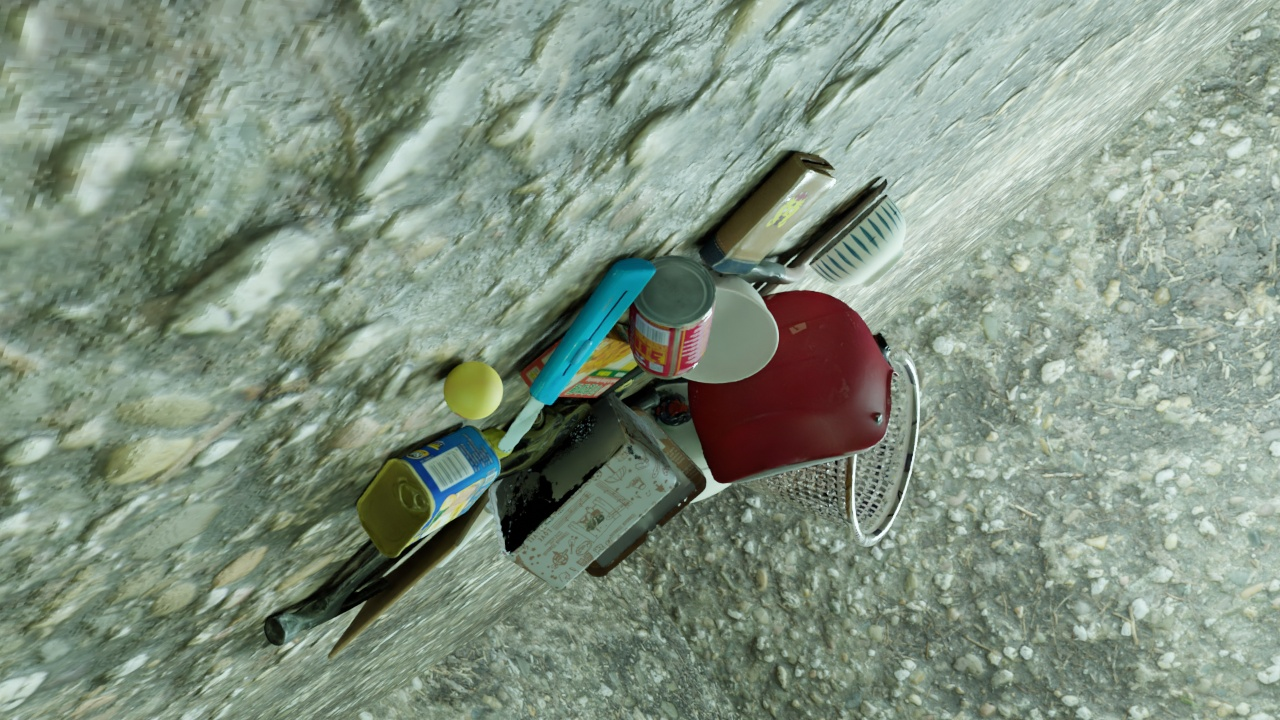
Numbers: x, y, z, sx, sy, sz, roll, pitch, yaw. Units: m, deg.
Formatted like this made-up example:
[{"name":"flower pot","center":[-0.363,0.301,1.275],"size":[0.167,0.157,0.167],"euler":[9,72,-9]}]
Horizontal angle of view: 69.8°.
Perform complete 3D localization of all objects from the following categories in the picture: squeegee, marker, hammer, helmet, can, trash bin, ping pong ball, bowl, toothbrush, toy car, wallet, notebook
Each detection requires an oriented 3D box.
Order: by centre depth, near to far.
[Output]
[{"name":"ping pong ball","center":[-0.115,0.021,0.630],"size":[0.040,0.040,0.040],"euler":[-35,169,-8]},{"name":"can","center":[0.024,-0.032,0.737],"size":[0.066,0.066,0.094],"euler":[-33,157,-18]},{"name":"can","center":[-0.174,0.106,0.758],"size":[0.083,0.057,0.102],"euler":[-28,166,-49]},{"name":"wallet","center":[0.107,-0.122,0.762],"size":[0.115,0.033,0.090],"euler":[-46,165,25]},{"name":"bowl","center":[0.065,-0.043,0.825],"size":[0.119,0.118,0.064],"euler":[-48,-157,42]},{"name":"toy car","center":[-0.110,0.080,0.891],"size":[0.158,0.042,0.070],"euler":[-40,168,28]},{"name":"hammer","center":[-0.234,0.170,0.895],"size":[0.324,0.032,0.126],"euler":[-43,167,24]},{"name":"marker","center":[-0.005,0.005,0.922],"size":[0.132,0.020,0.022],"euler":[-32,145,3]},{"name":"helmet","center":[0.142,0.000,0.931],"size":[0.207,0.144,0.239],"euler":[-16,-153,25]},{"name":"squeegee","center":[0.137,-0.094,0.942],"size":[0.248,0.040,0.249],"euler":[-42,167,27]},{"name":"notebook","center":[-0.245,0.224,1.000],"size":[0.212,0.012,0.149],"euler":[-42,-172,19]},{"name":"toothbrush","center":[-0.073,0.083,1.023],"size":[0.212,0.026,0.027],"euler":[-26,159,-19]},{"name":"bowl","center":[0.257,-0.126,1.046],"size":[0.116,0.066,0.116],"euler":[-43,-179,1]},{"name":"trash bin","center":[0.202,0.087,1.085],"size":[0.192,0.227,0.226],"euler":[9,-164,33]},{"name":"toothbrush","center":[-0.238,0.231,1.132],"size":[0.222,0.026,0.026],"euler":[-44,-172,33]},{"name":"helmet","center":[0.062,0.112,1.233],"size":[0.273,0.157,0.231],"euler":[-32,167,-25]}]

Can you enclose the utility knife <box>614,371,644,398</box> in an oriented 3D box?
[{"name":"utility knife","center":[-0.004,0.008,0.996],"size":[0.030,0.021,0.207],"euler":[-22,167,-35]}]

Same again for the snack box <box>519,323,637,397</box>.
[{"name":"snack box","center":[-0.041,0.000,0.801],"size":[0.077,0.027,0.155],"euler":[-38,168,11]}]

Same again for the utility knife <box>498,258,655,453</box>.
[{"name":"utility knife","center":[-0.057,0.002,0.705],"size":[0.034,0.018,0.205],"euler":[8,129,-46]}]

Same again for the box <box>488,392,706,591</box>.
[{"name":"box","center":[-0.032,0.159,0.977],"size":[0.183,0.193,0.156],"euler":[-43,-152,9]}]
